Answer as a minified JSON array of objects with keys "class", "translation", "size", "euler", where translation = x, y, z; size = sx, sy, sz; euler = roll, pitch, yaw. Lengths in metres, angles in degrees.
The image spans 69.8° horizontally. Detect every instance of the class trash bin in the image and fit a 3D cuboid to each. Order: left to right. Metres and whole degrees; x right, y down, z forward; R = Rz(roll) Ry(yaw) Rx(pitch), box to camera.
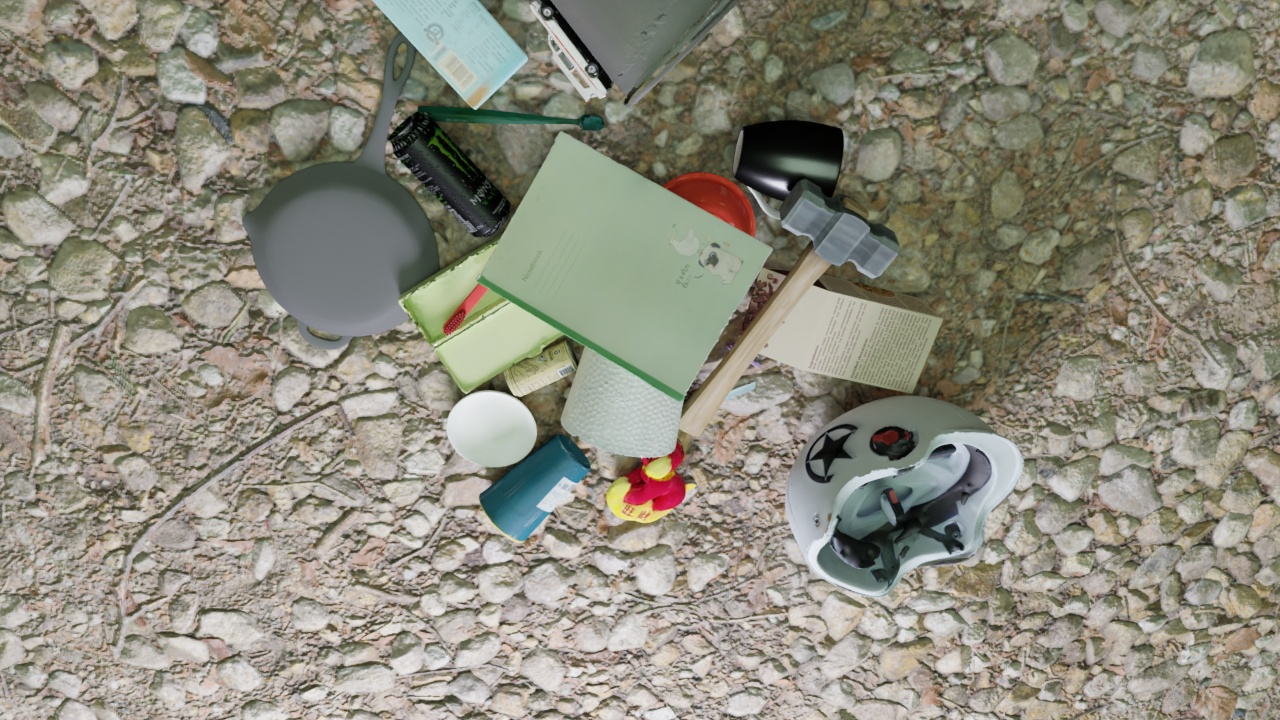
[{"class":"trash bin","translation":[-0.016,-0.378,0.812],"size":[0.198,0.197,0.220],"euler":[-42,105,13]},{"class":"trash bin","translation":[-0.006,0.006,1.010],"size":[0.133,0.133,0.161],"euler":[11,107,-10]}]

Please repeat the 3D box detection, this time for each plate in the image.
[{"class":"plate","translation":[-0.172,0.075,1.071],"size":[0.104,0.026,0.104],"euler":[0,119,0]}]

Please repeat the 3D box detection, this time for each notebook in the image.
[{"class":"notebook","translation":[-0.021,-0.097,0.937],"size":[0.252,0.010,0.182],"euler":[31,95,9]}]

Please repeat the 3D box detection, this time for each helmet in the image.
[{"class":"helmet","translation":[0.291,0.135,1.068],"size":[0.264,0.163,0.236],"euler":[-37,132,13]}]

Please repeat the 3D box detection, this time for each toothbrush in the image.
[{"class":"toothbrush","translation":[-0.141,-0.107,0.970],"size":[0.012,0.018,0.213],"euler":[38,99,-23]},{"class":"toothbrush","translation":[-0.131,-0.247,0.939],"size":[0.189,0.017,0.016],"euler":[1,111,-9]}]

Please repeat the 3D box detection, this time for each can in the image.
[{"class":"can","translation":[-0.192,-0.187,0.936],"size":[0.054,0.054,0.137],"euler":[-37,119,10]},{"class":"can","translation":[-0.112,0.010,1.045],"size":[0.079,0.038,0.038],"euler":[-24,113,5]}]

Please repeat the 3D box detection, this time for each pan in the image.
[{"class":"pan","translation":[-0.293,-0.166,0.959],"size":[0.216,0.024,0.355],"euler":[18,110,-13]}]

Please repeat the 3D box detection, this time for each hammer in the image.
[{"class":"hammer","translation":[0.134,-0.038,0.986],"size":[0.117,0.051,0.324],"euler":[27,121,-13]}]

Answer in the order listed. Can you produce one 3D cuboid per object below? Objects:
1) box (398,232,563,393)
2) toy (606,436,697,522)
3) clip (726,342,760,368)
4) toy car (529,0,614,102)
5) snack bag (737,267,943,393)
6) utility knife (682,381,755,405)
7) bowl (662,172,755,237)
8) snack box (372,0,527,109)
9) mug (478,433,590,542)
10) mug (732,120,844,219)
[{"class":"box","translation":[-0.151,-0.062,1.007],"size":[0.187,0.024,0.137],"euler":[-32,111,2]},{"class":"toy","translation":[0.018,0.144,1.105],"size":[0.105,0.067,0.138],"euler":[7,123,-19]},{"class":"clip","translation":[0.129,-0.012,1.075],"size":[0.046,0.014,0.050],"euler":[-38,114,11]},{"class":"toy car","translation":[-0.072,-0.310,0.914],"size":[0.039,0.039,0.113],"euler":[-29,114,30]},{"class":"snack bag","translation":[0.219,-0.039,1.040],"size":[0.206,0.069,0.094],"euler":[12,111,-11]},{"class":"utility knife","translation":[0.055,0.059,1.099],"size":[0.177,0.015,0.022],"euler":[-21,119,0]},{"class":"bowl","translation":[0.065,-0.135,0.996],"size":[0.130,0.045,0.131],"euler":[-2,113,-5]},{"class":"snack box","translation":[-0.193,-0.331,0.879],"size":[0.075,0.053,0.174],"euler":[-42,112,6]},{"class":"mug","translation":[-0.121,0.147,1.087],"size":[0.121,0.078,0.078],"euler":[-42,111,7]},{"class":"mug","translation":[0.147,-0.198,0.966],"size":[0.100,0.084,0.119],"euler":[9,141,-3]}]
